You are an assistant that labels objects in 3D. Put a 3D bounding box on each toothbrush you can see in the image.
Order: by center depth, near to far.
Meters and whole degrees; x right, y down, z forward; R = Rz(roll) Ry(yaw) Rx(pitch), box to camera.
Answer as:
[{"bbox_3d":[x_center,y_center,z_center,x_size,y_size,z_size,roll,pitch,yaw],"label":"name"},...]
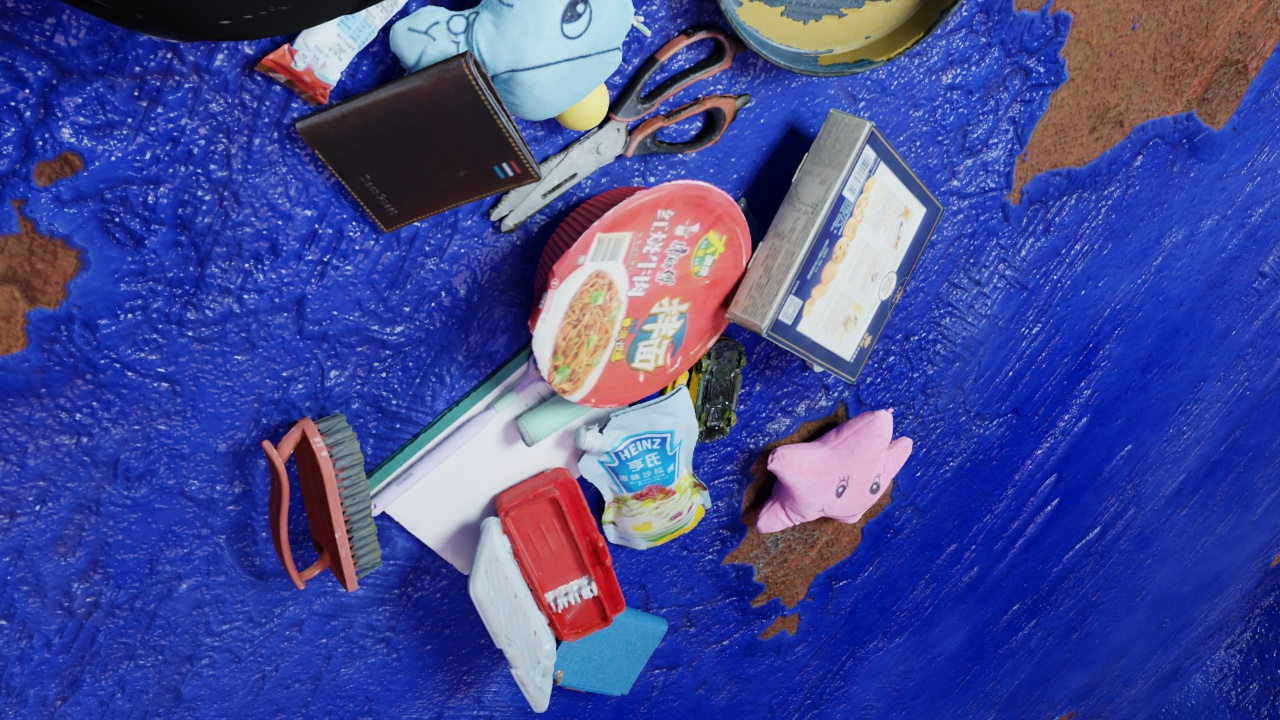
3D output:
[{"bbox_3d":[-0.143,0.061,0.726,0.189,0.029,0.021,-40,168,-2],"label":"toothbrush"},{"bbox_3d":[-0.005,0.004,0.768,0.224,0.026,0.027,-32,103,-11],"label":"toothbrush"}]

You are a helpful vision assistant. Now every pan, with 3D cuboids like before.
[{"bbox_3d":[0.062,-0.281,0.580,0.357,0.078,0.198,1,127,-11],"label":"pan"}]

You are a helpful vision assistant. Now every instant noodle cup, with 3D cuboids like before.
[{"bbox_3d":[-0.010,-0.059,0.694,0.193,0.066,0.194,-25,138,-24],"label":"instant noodle cup"}]

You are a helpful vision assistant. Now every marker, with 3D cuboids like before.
[{"bbox_3d":[0.021,0.059,0.844,0.018,0.015,0.124,1,123,-26],"label":"marker"}]

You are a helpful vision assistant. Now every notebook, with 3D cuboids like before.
[{"bbox_3d":[-0.112,0.078,0.776,0.209,0.012,0.150,-40,132,-3],"label":"notebook"}]

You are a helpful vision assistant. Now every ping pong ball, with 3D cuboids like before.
[{"bbox_3d":[-0.042,-0.176,0.620,0.040,0.040,0.040,-16,128,-22],"label":"ping pong ball"}]

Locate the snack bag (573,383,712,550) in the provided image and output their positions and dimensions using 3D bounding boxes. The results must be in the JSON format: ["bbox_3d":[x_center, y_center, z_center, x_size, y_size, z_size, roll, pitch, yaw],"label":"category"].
[{"bbox_3d":[0.005,0.103,0.832,0.110,0.038,0.191,-14,138,0],"label":"snack bag"}]

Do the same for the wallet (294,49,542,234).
[{"bbox_3d":[-0.136,-0.132,0.574,0.122,0.020,0.096,-16,135,16],"label":"wallet"}]

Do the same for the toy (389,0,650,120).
[{"bbox_3d":[-0.074,-0.192,0.563,0.156,0.049,0.162,-2,135,-17],"label":"toy"}]

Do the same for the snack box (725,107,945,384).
[{"bbox_3d":[0.169,-0.086,0.766,0.182,0.046,0.178,23,95,-52],"label":"snack box"}]

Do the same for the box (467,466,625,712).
[{"bbox_3d":[-0.088,0.203,0.816,0.154,0.074,0.201,-47,137,-32],"label":"box"}]

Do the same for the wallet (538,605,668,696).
[{"bbox_3d":[-0.043,0.300,0.958,0.133,0.040,0.106,31,94,-40],"label":"wallet"}]

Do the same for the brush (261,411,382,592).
[{"bbox_3d":[-0.240,0.105,0.680,0.069,0.063,0.146,-23,131,-34],"label":"brush"}]

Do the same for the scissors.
[{"bbox_3d":[-0.010,-0.154,0.672,0.191,0.015,0.207,10,116,-37],"label":"scissors"}]

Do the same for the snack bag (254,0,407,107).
[{"bbox_3d":[-0.173,-0.195,0.534,0.104,0.026,0.048,-49,144,6],"label":"snack bag"}]

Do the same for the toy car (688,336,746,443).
[{"bbox_3d":[0.065,0.026,0.835,0.048,0.032,0.105,-7,118,-28],"label":"toy car"}]

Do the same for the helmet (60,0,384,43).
[{"bbox_3d":[-0.173,-0.235,0.347,0.233,0.274,0.231,27,132,-30],"label":"helmet"}]

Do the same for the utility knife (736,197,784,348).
[{"bbox_3d":[0.109,-0.069,0.808,0.029,0.013,0.180,-35,133,-4],"label":"utility knife"}]

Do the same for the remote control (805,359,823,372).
[{"bbox_3d":[0.176,-0.044,0.861,0.049,0.024,0.125,-27,131,-14],"label":"remote control"}]

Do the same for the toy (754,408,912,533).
[{"bbox_3d":[0.202,0.113,0.950,0.194,0.074,0.179,4,128,-34],"label":"toy"}]
